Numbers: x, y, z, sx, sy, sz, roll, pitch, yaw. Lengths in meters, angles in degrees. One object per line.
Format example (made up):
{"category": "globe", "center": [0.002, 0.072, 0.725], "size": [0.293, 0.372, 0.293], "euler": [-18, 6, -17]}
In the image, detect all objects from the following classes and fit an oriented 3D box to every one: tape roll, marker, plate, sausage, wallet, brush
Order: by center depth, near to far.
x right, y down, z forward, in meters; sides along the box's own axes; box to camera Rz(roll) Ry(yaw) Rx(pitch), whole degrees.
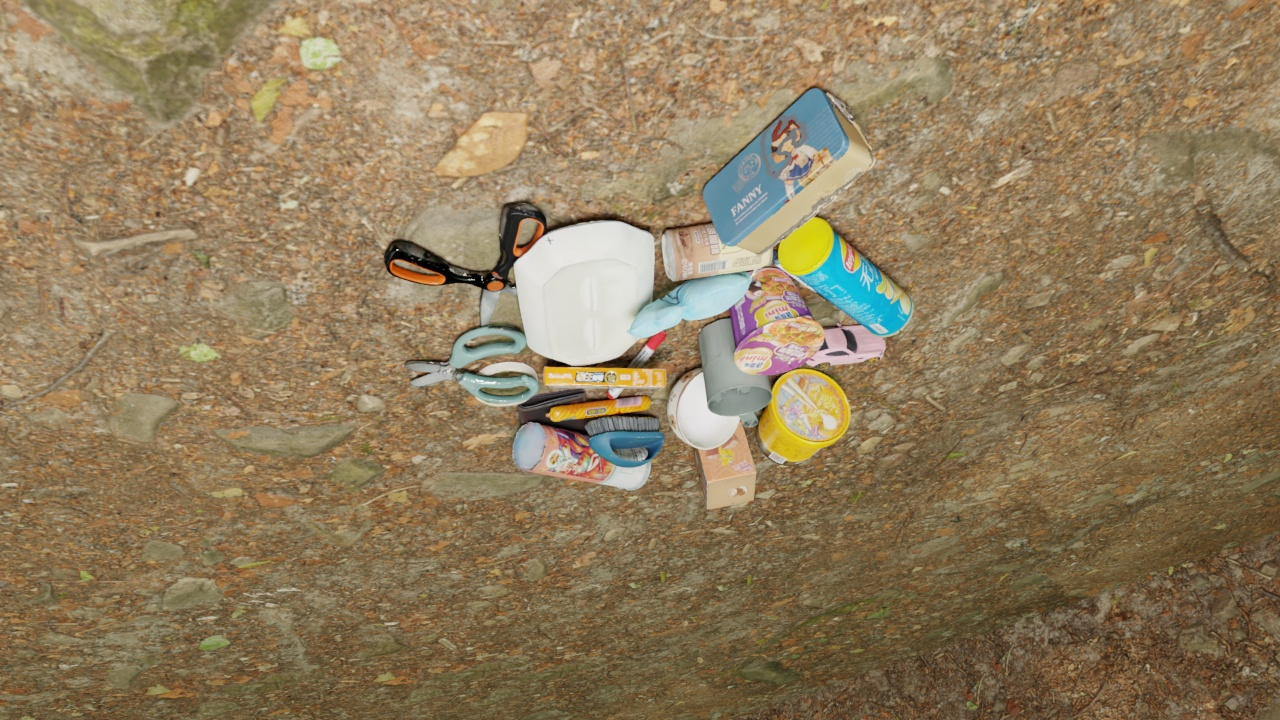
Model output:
{"category": "plate", "center": [-0.059, -0.065, 1.070], "size": [0.162, 0.034, 0.266], "euler": [-11, 150, -8]}
{"category": "marker", "center": [0.203, -0.105, 1.131], "size": [0.023, 0.018, 0.130], "euler": [-41, 138, 21]}
{"category": "tape roll", "center": [-0.178, 0.032, 1.206], "size": [0.085, 0.013, 0.086], "euler": [-8, 145, -6]}
{"category": "marker", "center": [-0.007, 0.007, 1.223], "size": [0.017, 0.017, 0.146], "euler": [9, 140, -29]}
{"category": "sausage", "center": [-0.054, 0.066, 1.268], "size": [0.165, 0.021, 0.022], "euler": [-6, 146, -27]}
{"category": "wallet", "center": [-0.121, 0.085, 1.296], "size": [0.096, 0.020, 0.122], "euler": [-10, 147, -7]}
{"category": "brush", "center": [-0.018, 0.116, 1.301], "size": [0.055, 0.073, 0.143], "euler": [-27, 159, 34]}

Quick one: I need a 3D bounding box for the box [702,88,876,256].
{"category": "box", "center": [0.144, -0.185, 0.938], "size": [0.062, 0.089, 0.185], "euler": [15, 136, -44]}

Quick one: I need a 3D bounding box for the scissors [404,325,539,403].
{"category": "scissors", "center": [-0.207, -0.001, 1.135], "size": [0.176, 0.019, 0.172], "euler": [10, 137, -11]}

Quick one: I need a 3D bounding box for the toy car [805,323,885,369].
{"category": "toy car", "center": [0.272, -0.022, 1.238], "size": [0.122, 0.056, 0.037], "euler": [-6, 152, -10]}

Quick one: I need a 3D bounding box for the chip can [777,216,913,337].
{"category": "chip can", "center": [0.253, -0.097, 1.112], "size": [0.071, 0.071, 0.210], "euler": [-34, 141, 28]}

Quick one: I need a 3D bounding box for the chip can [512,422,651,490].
{"category": "chip can", "center": [-0.081, 0.139, 1.316], "size": [0.071, 0.071, 0.214], "euler": [-37, 145, 30]}

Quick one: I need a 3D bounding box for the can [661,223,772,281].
{"category": "can", "center": [0.085, -0.125, 1.029], "size": [0.116, 0.058, 0.059], "euler": [-9, 145, -6]}

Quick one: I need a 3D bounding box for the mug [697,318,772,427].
{"category": "mug", "center": [0.125, 0.018, 1.200], "size": [0.084, 0.103, 0.124], "euler": [-14, 150, 11]}

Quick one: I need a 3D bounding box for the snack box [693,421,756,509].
{"category": "snack box", "center": [0.129, 0.163, 1.417], "size": [0.077, 0.094, 0.093], "euler": [-11, 145, -4]}

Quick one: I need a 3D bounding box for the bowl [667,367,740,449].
{"category": "bowl", "center": [0.081, 0.062, 1.272], "size": [0.113, 0.113, 0.062], "euler": [14, 180, -33]}

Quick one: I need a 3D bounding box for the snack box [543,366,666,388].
{"category": "snack box", "center": [-0.046, 0.023, 1.176], "size": [0.153, 0.026, 0.075], "euler": [1, 177, -3]}

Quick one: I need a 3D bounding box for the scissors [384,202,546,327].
{"category": "scissors", "center": [-0.168, -0.102, 1.019], "size": [0.233, 0.021, 0.222], "euler": [12, 143, -33]}

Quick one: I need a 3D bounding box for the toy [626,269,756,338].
{"category": "toy", "center": [0.063, -0.069, 1.058], "size": [0.156, 0.050, 0.161], "euler": [-20, -174, 13]}

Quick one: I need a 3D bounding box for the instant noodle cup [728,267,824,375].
{"category": "instant noodle cup", "center": [0.158, -0.052, 1.121], "size": [0.111, 0.099, 0.112], "euler": [-8, 144, -6]}

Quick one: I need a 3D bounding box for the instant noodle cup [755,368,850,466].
{"category": "instant noodle cup", "center": [0.228, 0.090, 1.335], "size": [0.118, 0.118, 0.115], "euler": [-2, 151, -15]}
